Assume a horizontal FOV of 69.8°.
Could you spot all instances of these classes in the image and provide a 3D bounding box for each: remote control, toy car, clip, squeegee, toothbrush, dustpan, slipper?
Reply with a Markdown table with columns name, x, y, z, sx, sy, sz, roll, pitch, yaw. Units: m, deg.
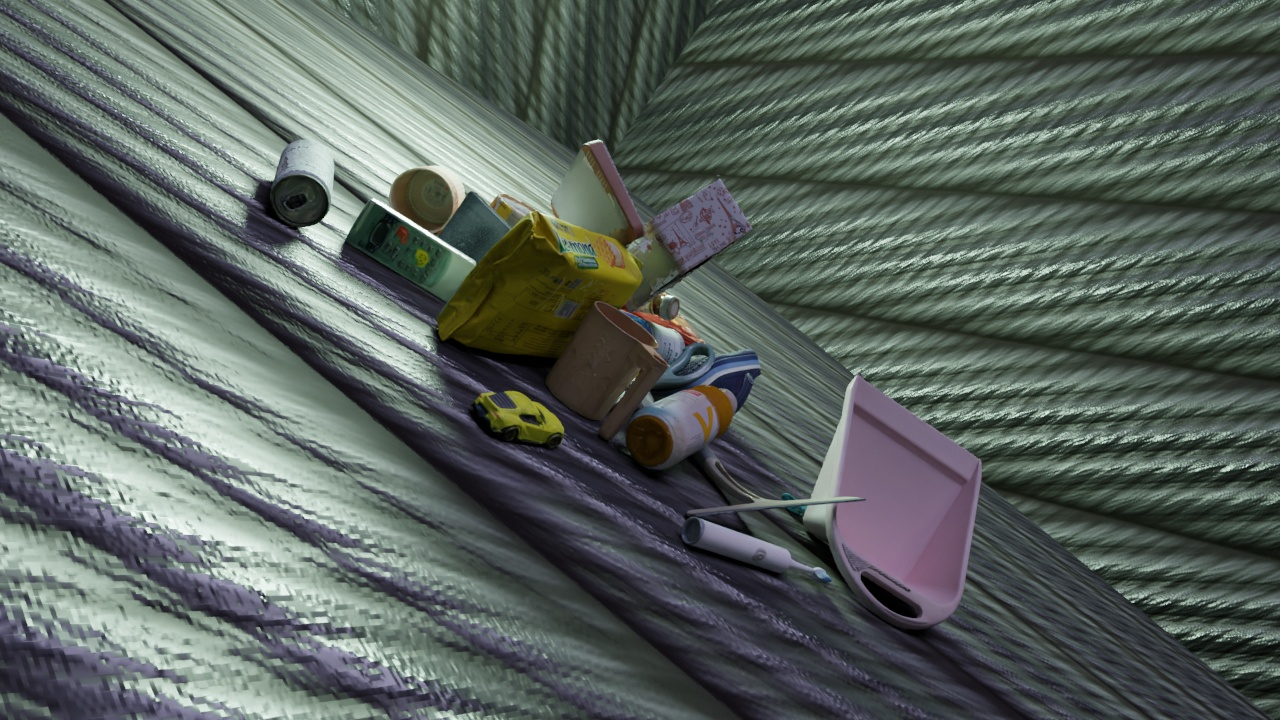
| name | x | y | z | sx | sy | sz | roll | pitch | yaw |
| --- | --- | --- | --- | --- | --- | --- | --- | --- | --- |
| remote control | -0.247 | -0.118 | 0.996 | 0.135 | 0.056 | 0.019 | 33 | 14 | -17 |
| toy car | -0.105 | 0.050 | 0.824 | 0.048 | 0.032 | 0.105 | 44 | 13 | 33 |
| clip | 0.205 | 0.190 | 1.172 | 0.056 | 0.015 | 0.049 | 30 | 12 | -20 |
| squeegee | 0.087 | 0.119 | 1.062 | 0.246 | 0.039 | 0.246 | 1 | 24 | -35 |
| toothbrush | 0.123 | 0.194 | 0.915 | 0.221 | 0.027 | 0.026 | 26 | 11 | -39 |
| dustpan | 0.323 | 0.178 | 1.106 | 0.222 | 0.273 | 0.139 | 30 | -11 | -12 |
| slipper | 0.092 | 0.040 | 1.255 | 0.252 | 0.105 | 0.095 | -15 | 87 | -60 |

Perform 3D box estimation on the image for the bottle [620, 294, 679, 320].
| name | x | y | z | sx | sy | sz | roll | pitch | yaw |
| --- | --- | --- | --- | --- | --- | --- | --- | --- | --- |
| bottle | -0.041 | -0.096 | 1.295 | 0.206 | 0.060 | 0.059 | 16 | 3 | 27 |

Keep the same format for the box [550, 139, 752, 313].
| name | x | y | z | sx | sy | sz | roll | pitch | yaw |
| --- | --- | --- | --- | --- | --- | --- | --- | --- | --- |
| box | -0.001 | -0.182 | 1.160 | 0.193 | 0.156 | 0.183 | 57 | -28 | 0 |

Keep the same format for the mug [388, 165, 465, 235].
| name | x | y | z | sx | sy | sz | roll | pitch | yaw |
| --- | --- | --- | --- | --- | --- | --- | --- | --- | --- |
| mug | -0.270 | -0.201 | 1.209 | 0.114 | 0.082 | 0.105 | 61 | 6 | -14 |

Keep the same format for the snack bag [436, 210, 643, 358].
| name | x | y | z | sx | sy | sz | roll | pitch | yaw |
| --- | --- | --- | --- | --- | --- | --- | --- | --- | --- |
| snack bag | -0.097 | -0.069 | 0.989 | 0.068 | 0.158 | 0.246 | 48 | 17 | 19 |

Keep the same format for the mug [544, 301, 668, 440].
| name | x | y | z | sx | sy | sz | roll | pitch | yaw |
| --- | --- | --- | --- | --- | --- | --- | --- | --- | --- |
| mug | -0.033 | 0.012 | 0.980 | 0.084 | 0.104 | 0.124 | 23 | 18 | -45 |

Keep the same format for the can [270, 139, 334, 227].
| name | x | y | z | sx | sy | sz | roll | pitch | yaw |
| --- | --- | --- | --- | --- | --- | --- | --- | --- | --- |
| can | -0.353 | -0.188 | 0.963 | 0.058 | 0.058 | 0.146 | 29 | 15 | -27 |

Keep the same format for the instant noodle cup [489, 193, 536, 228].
| name | x | y | z | sx | sy | sz | roll | pitch | yaw |
| --- | --- | --- | --- | --- | --- | --- | --- | --- | --- |
| instant noodle cup | -0.164 | -0.140 | 1.173 | 0.138 | 0.110 | 0.138 | 34 | 12 | -8 |

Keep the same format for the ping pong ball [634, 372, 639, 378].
| name | x | y | z | sx | sy | sz | roll | pitch | yaw |
| --- | --- | --- | --- | --- | --- | --- | --- | --- | --- |
| ping pong ball | -0.022 | 0.015 | 1.145 | 0.040 | 0.040 | 0.040 | 34 | 13 | -9 |

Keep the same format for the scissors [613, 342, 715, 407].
| name | x | y | z | sx | sy | sz | roll | pitch | yaw |
| --- | --- | --- | --- | --- | --- | --- | --- | --- | --- |
| scissors | -0.006 | 0.006 | 1.098 | 0.169 | 0.019 | 0.179 | -32 | 41 | -32 |

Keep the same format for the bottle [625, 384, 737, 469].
| name | x | y | z | sx | sy | sz | roll | pitch | yaw |
| --- | --- | --- | --- | --- | --- | --- | --- | --- | --- |
| bottle | 0.053 | 0.067 | 1.015 | 0.068 | 0.068 | 0.189 | 40 | 26 | 17 |

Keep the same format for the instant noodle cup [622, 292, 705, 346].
| name | x | y | z | sx | sy | sz | roll | pitch | yaw |
| --- | --- | --- | --- | --- | --- | --- | --- | --- | --- |
| instant noodle cup | 0.003 | -0.067 | 1.418 | 0.164 | 0.079 | 0.188 | 27 | 14 | -33 |

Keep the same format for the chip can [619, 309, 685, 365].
| name | x | y | z | sx | sy | sz | roll | pitch | yaw |
| --- | --- | --- | --- | --- | --- | --- | --- | --- | --- |
| chip can | -0.028 | -0.033 | 1.233 | 0.214 | 0.071 | 0.071 | 19 | 21 | -51 |

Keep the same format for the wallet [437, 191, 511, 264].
| name | x | y | z | sx | sy | sz | roll | pitch | yaw |
| --- | --- | --- | --- | --- | --- | --- | --- | --- | --- |
| wallet | -0.198 | -0.136 | 1.097 | 0.121 | 0.097 | 0.019 | 45 | 11 | 32 |
